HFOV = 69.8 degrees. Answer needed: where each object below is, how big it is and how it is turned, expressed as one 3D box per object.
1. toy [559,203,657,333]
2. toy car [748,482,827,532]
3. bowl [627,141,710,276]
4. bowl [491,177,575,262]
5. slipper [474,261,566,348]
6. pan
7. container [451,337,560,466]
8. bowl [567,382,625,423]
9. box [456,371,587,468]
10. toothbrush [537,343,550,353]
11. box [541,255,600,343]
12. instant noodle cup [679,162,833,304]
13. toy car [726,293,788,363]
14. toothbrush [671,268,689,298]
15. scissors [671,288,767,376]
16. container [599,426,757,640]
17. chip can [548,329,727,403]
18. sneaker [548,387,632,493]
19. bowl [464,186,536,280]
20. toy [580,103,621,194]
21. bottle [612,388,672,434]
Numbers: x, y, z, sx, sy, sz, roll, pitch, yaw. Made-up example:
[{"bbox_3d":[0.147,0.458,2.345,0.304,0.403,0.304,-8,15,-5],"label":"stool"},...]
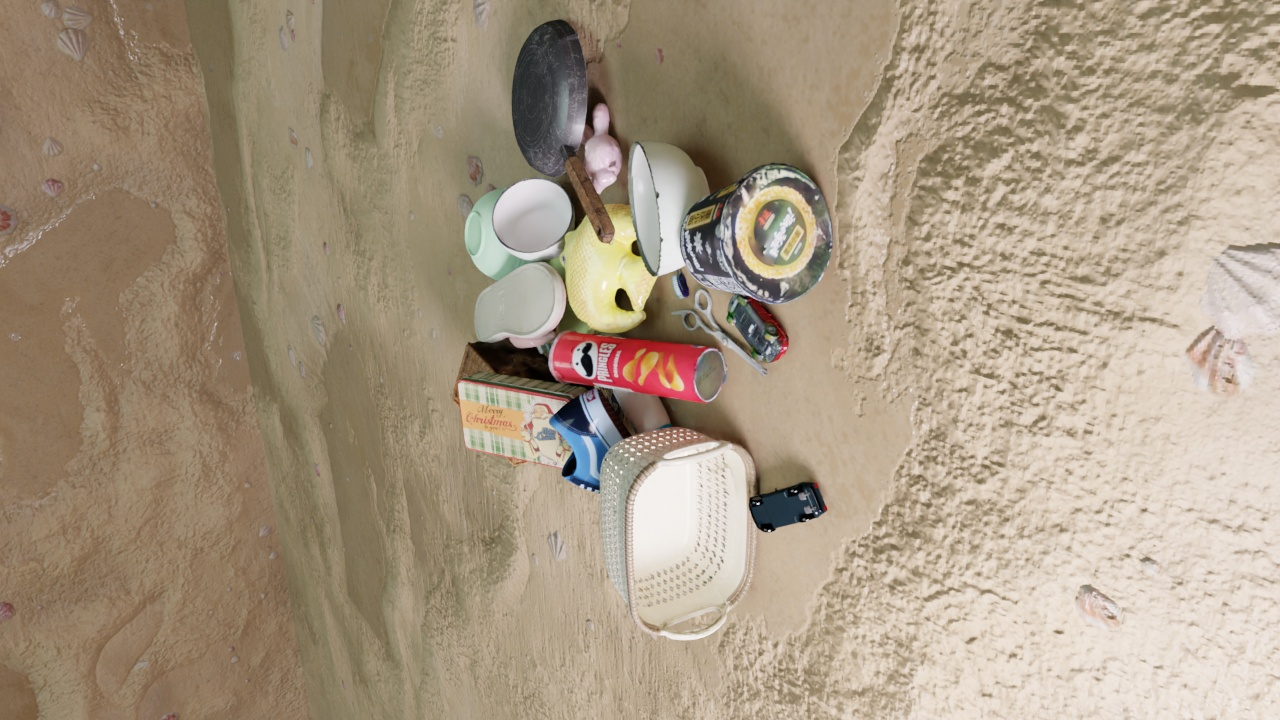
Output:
[{"bbox_3d":[-0.044,-0.121,1.186,0.155,0.064,0.171,26,106,26],"label":"toy"},{"bbox_3d":[0.170,0.169,1.063,0.112,0.034,0.046,-30,80,52],"label":"toy car"},{"bbox_3d":[0.036,-0.176,1.046,0.153,0.073,0.153,169,91,-81],"label":"bowl"},{"bbox_3d":[-0.143,-0.188,1.277,0.116,0.116,0.066,58,176,20],"label":"bowl"},{"bbox_3d":[-0.167,-0.075,1.320,0.275,0.054,0.114,-5,82,57],"label":"slipper"},{"bbox_3d":[-0.103,-0.284,1.180,0.208,0.040,0.356,-59,43,47],"label":"pan"},{"bbox_3d":[-0.192,0.056,1.431,0.198,0.113,0.113,41,128,34],"label":"container"},{"bbox_3d":[-0.057,0.061,1.297,0.112,0.061,0.112,25,122,46],"label":"bowl"},{"bbox_3d":[-0.165,0.085,1.297,0.206,0.049,0.118,10,111,29],"label":"box"},{"bbox_3d":[-0.183,-0.092,1.443,0.016,0.016,0.180,-41,69,53],"label":"toothbrush"},{"bbox_3d":[-0.102,-0.092,1.311,0.188,0.044,0.141,-7,77,53],"label":"box"},{"bbox_3d":[0.110,-0.126,0.950,0.112,0.137,0.137,4,107,61],"label":"instant noodle cup"},{"bbox_3d":[0.131,-0.039,1.029,0.091,0.036,0.042,52,139,26],"label":"toy car"},{"bbox_3d":[0.027,-0.167,1.133,0.017,0.016,0.189,-15,92,51],"label":"toothbrush"},{"bbox_3d":[0.093,-0.024,1.105,0.170,0.014,0.095,61,141,22],"label":"scissors"},{"bbox_3d":[0.041,0.202,1.133,0.143,0.184,0.246,30,126,56],"label":"container"},{"bbox_3d":[-0.007,0.007,1.158,0.233,0.073,0.073,7,110,38],"label":"chip can"},{"bbox_3d":[-0.045,0.146,1.220,0.241,0.098,0.083,59,-173,-29],"label":"sneaker"},{"bbox_3d":[-0.215,-0.188,1.374,0.151,0.076,0.151,9,100,57],"label":"bowl"},{"bbox_3d":[-0.051,-0.269,1.173,0.064,0.047,0.110,-31,71,50],"label":"toy"},{"bbox_3d":[0.010,0.075,1.223,0.146,0.051,0.051,61,143,16],"label":"bottle"}]
